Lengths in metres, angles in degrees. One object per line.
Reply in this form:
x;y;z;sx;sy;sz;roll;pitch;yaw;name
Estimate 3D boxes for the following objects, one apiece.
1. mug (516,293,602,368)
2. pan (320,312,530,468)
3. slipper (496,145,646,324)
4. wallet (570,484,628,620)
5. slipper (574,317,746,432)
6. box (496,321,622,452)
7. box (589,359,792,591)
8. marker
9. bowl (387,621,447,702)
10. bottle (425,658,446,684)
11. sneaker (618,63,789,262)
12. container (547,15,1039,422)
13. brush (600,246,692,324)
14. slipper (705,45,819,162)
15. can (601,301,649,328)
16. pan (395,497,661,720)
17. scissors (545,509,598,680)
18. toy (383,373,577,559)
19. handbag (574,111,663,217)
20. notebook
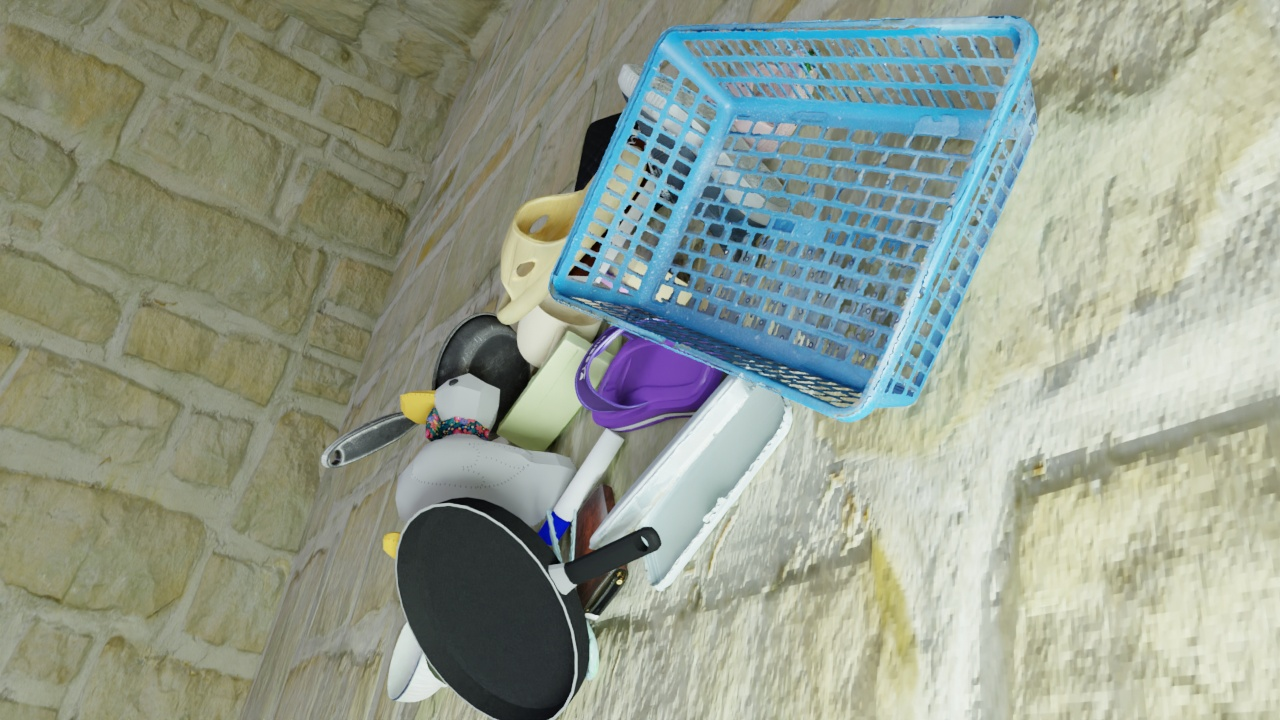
-0.107;-0.031;1.146;0.120;0.096;0.100;-85;18;-50;mug
-0.259;0.058;1.191;0.055;0.355;0.187;8;115;30;pan
-0.095;-0.147;0.991;0.262;0.079;0.111;-41;22;34;slipper
-0.042;0.185;0.899;0.072;0.019;0.123;-56;25;24;wallet
-0.005;0.005;0.906;0.267;0.084;0.107;-10;59;63;slipper
-0.102;0.030;1.104;0.188;0.083;0.091;-51;32;33;box
0.030;0.081;0.767;0.216;0.083;0.122;-57;28;21;box
-0.062;0.133;0.962;0.133;0.023;0.027;-57;0;0;marker
-0.265;0.373;1.153;0.118;0.062;0.117;-47;30;37;bowl
-0.165;0.280;1.012;0.207;0.071;0.071;-52;27;31;bottle
0.047;-0.191;0.885;0.235;0.089;0.088;54;125;23;sneaker
0.100;-0.113;0.681;0.362;0.089;0.257;25;91;51;container
-0.013;-0.095;1.014;0.043;0.089;0.229;-60;23;4;brush
0.091;-0.239;0.956;0.240;0.064;0.094;-38;36;51;slipper
-0.019;-0.057;1.063;0.032;0.032;0.095;-64;23;6;can
-0.097;0.205;0.813;0.358;0.225;0.034;-33;-4;39;pan
-0.065;0.221;0.865;0.160;0.024;0.171;-134;47;-61;scissors
-0.190;0.125;1.030;0.141;0.247;0.266;74;-156;-46;toy
-0.005;-0.236;1.170;0.125;0.114;0.153;-17;46;32;handbag
-0.021;-0.178;1.008;0.209;0.022;0.172;-59;19;-5;notebook
